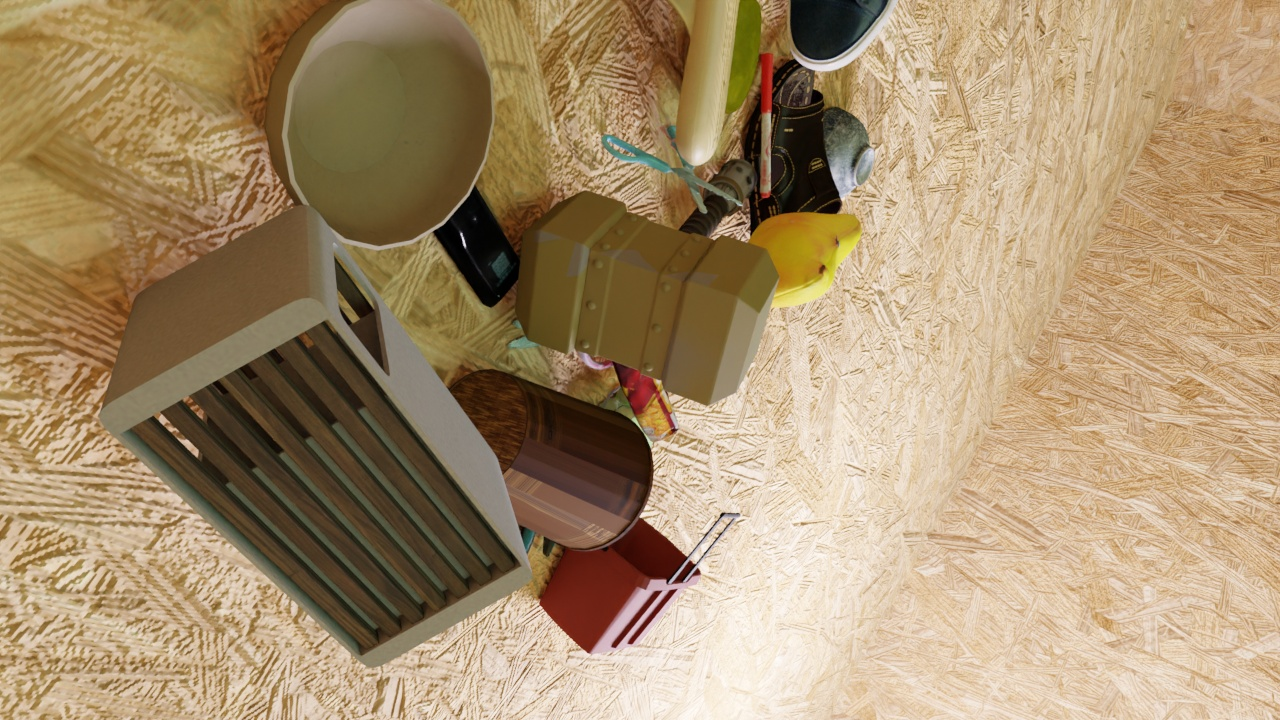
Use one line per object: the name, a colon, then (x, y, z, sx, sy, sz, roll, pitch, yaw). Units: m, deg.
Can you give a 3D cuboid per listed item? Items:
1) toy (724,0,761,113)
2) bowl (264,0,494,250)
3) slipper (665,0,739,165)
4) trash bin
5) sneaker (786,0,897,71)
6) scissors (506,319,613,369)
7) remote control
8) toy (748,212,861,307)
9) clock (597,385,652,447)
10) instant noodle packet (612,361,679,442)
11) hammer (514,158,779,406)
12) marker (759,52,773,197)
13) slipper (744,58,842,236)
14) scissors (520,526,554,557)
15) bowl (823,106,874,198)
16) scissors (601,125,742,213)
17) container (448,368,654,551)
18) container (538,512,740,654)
toy: (0.079, -0.280, 0.822, 0.090, 0.051, 0.110, 2, 108, -60)
bowl: (-0.161, -0.147, 0.553, 0.152, 0.050, 0.153, -35, 139, -39)
slipper: (0.039, -0.289, 0.727, 0.111, 0.079, 0.262, -50, 147, -67)
trash bin: (-0.172, 0.048, 0.528, 0.114, 0.114, 0.229, -29, 126, -1)
sneaker: (0.190, -0.420, 0.838, 0.127, 0.121, 0.295, -24, 130, -65)
scissors: (-0.057, -0.043, 0.834, 0.178, 0.016, 0.103, 6, 108, -55)
remote control: (-0.125, -0.097, 0.675, 0.047, 0.022, 0.150, -53, 148, -18)
toy: (0.121, -0.089, 0.916, 0.087, 0.194, 0.134, 53, 47, -10)
clock: (-0.024, 0.075, 0.941, 0.094, 0.042, 0.119, -38, 140, -39)
instant noodle packet: (-0.005, 0.005, 0.839, 0.040, 0.098, 0.135, -21, 133, 2)
hammer: (0.045, -0.111, 0.817, 0.323, 0.190, 0.101, -55, 161, -52)
marker: (0.126, -0.234, 0.918, 0.012, 0.013, 0.142, -3, 94, -56)
slipper: (0.169, -0.185, 0.989, 0.112, 0.076, 0.268, -27, 124, -45)
scissors: (-0.087, 0.135, 0.909, 0.127, 0.019, 0.142, -43, 137, -22)
bowl: (0.242, -0.238, 1.096, 0.114, 0.061, 0.115, -37, 142, -37)
scissors: (0.023, -0.171, 0.784, 0.133, 0.135, 0.015, 9, 127, -24)
container: (-0.087, 0.081, 0.775, 0.167, 0.132, 0.132, 34, 83, -54)
container: (-0.001, 0.209, 0.993, 0.201, 0.127, 0.148, -58, 150, 9)
